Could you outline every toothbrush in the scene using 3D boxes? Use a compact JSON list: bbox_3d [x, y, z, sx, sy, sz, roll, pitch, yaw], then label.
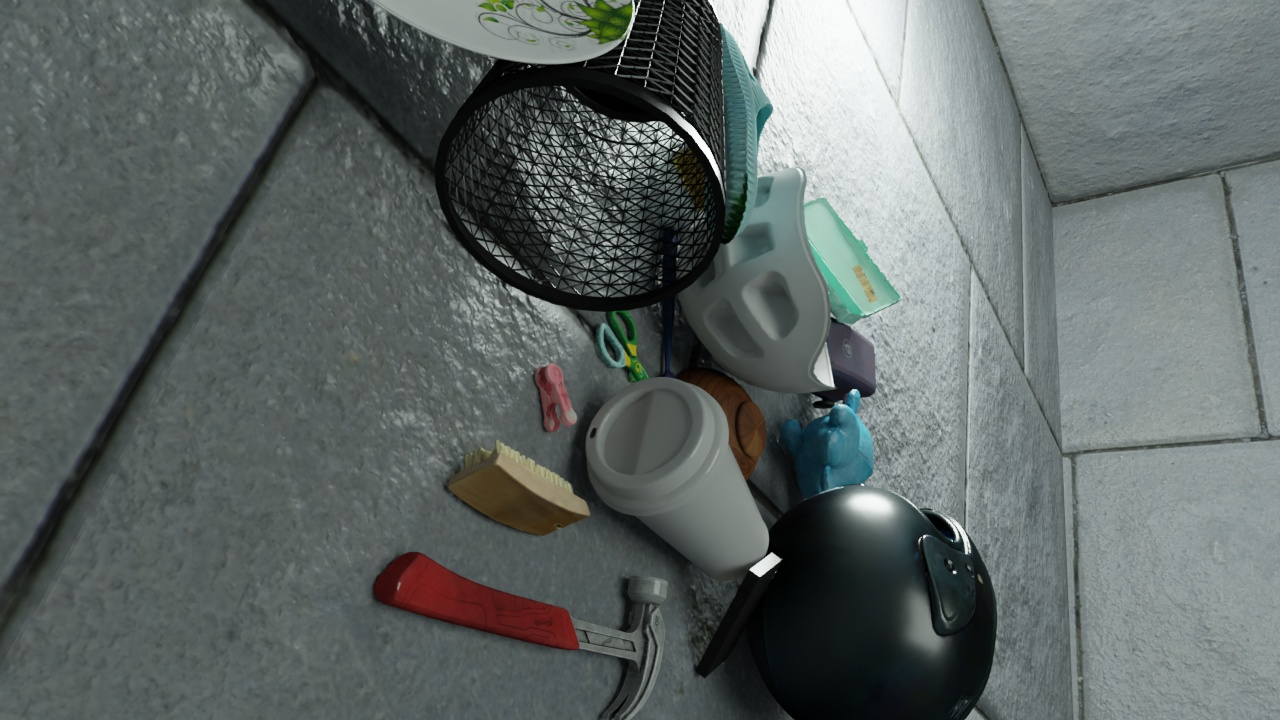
[{"bbox_3d":[0.031,-0.053,0.960,0.017,0.016,0.189,123,-30,-70],"label":"toothbrush"}]

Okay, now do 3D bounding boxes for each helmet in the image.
[{"bbox_3d":[0.241,0.252,1.001,0.236,0.250,0.315,44,43,-14],"label":"helmet"},{"bbox_3d":[0.149,-0.077,0.994,0.282,0.184,0.224,14,69,-58],"label":"helmet"}]

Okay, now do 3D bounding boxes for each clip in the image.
[{"bbox_3d":[-0.069,0.032,0.776,0.023,0.044,0.060,-1,97,-60],"label":"clip"}]

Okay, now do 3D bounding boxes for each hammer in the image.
[{"bbox_3d":[-0.079,0.208,0.720,0.315,0.036,0.126,33,58,-47],"label":"hammer"}]

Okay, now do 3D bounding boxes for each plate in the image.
[{"bbox_3d":[-0.115,-0.273,0.635,0.229,0.030,0.228,15,50,-18],"label":"plate"}]

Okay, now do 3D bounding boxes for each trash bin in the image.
[{"bbox_3d":[0.237,-0.003,1.202,0.160,0.092,0.093,23,64,-48],"label":"trash bin"},{"bbox_3d":[-0.027,-0.203,0.756,0.217,0.217,0.242,51,36,-37],"label":"trash bin"}]

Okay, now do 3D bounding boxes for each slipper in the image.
[{"bbox_3d":[0.091,-0.221,0.876,0.116,0.069,0.275,105,-15,-51],"label":"slipper"}]

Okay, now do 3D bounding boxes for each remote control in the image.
[{"bbox_3d":[0.098,0.255,0.918,0.058,0.013,0.134,-13,132,-57],"label":"remote control"}]

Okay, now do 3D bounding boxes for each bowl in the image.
[{"bbox_3d":[0.092,0.076,0.976,0.147,0.069,0.147,20,66,-53],"label":"bowl"}]

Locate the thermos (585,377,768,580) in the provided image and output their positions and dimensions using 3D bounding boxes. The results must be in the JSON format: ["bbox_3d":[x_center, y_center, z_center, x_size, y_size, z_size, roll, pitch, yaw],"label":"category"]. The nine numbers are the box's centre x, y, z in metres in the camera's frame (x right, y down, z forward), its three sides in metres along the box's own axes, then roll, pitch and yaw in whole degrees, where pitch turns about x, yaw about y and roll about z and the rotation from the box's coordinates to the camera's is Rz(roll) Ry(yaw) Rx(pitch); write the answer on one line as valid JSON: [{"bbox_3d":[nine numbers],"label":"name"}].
[{"bbox_3d":[0.047,0.123,0.859,0.222,0.132,0.131,55,40,-45],"label":"thermos"}]

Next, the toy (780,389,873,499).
[{"bbox_3d":[0.230,0.109,1.146,0.183,0.115,0.181,-67,156,-17],"label":"toy"}]

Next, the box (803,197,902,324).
[{"bbox_3d":[0.246,-0.134,1.208,0.137,0.057,0.187,-11,63,-44],"label":"box"}]

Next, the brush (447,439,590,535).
[{"bbox_3d":[-0.093,0.100,0.711,0.117,0.049,0.039,37,34,-47],"label":"brush"}]

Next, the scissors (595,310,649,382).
[{"bbox_3d":[-0.008,0.012,0.893,0.070,0.014,0.131,-51,122,-49],"label":"scissors"}]

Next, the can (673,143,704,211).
[{"bbox_3d":[0.083,-0.214,1.051,0.100,0.054,0.058,61,40,-27],"label":"can"}]
